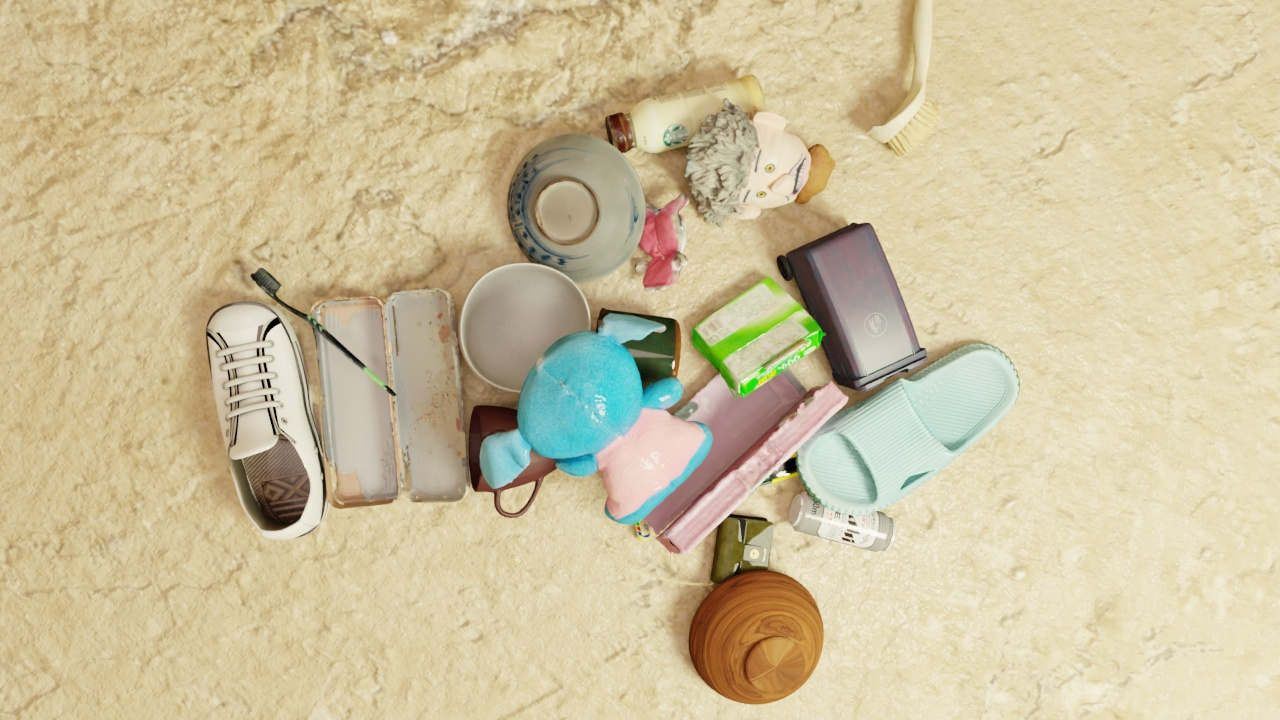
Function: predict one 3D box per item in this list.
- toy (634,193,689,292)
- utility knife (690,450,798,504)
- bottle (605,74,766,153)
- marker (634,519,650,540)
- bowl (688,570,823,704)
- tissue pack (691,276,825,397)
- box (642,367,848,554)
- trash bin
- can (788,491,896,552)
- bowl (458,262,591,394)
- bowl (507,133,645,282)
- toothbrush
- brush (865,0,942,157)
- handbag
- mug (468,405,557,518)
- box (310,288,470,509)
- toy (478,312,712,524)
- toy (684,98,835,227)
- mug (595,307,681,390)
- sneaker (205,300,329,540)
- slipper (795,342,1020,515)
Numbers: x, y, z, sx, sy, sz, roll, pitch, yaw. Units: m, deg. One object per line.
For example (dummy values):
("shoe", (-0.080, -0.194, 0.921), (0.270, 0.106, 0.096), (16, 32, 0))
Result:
("toy", (0.024, -0.121, 0.960), (0.066, 0.050, 0.102), (-3, 84, 28))
("utility knife", (0.109, 0.128, 0.985), (0.198, 0.020, 0.029), (-17, 91, -4))
("bottle", (0.046, -0.251, 0.950), (0.162, 0.056, 0.056), (-15, 93, -5))
("marker", (-0.010, 0.126, 0.975), (0.014, 0.014, 0.132), (-13, 93, -5))
("bowl", (0.129, 0.299, 0.950), (0.147, 0.069, 0.147), (-2, 102, -11))
("tissue pack", (0.121, -0.025, 0.950), (0.114, 0.034, 0.099), (-33, 54, -4))
("box", (0.083, 0.080, 0.935), (0.232, 0.099, 0.115), (-42, 87, -10))
("trash bin", (0.223, -0.054, 0.958), (0.093, 0.092, 0.161), (-24, 98, -5))
("can", (0.216, 0.173, 0.982), (0.106, 0.044, 0.044), (16, 90, -6))
("bowl", (-0.118, -0.032, 0.933), (0.131, 0.064, 0.132), (0, 91, -10))
("bowl", (-0.070, -0.150, 0.922), (0.151, 0.056, 0.151), (2, 104, 6))
("toothbrush", (-0.311, -0.028, 0.906), (0.188, 0.014, 0.017), (40, 99, 2))
("brush", (0.296, -0.349, 0.977), (0.077, 0.062, 0.272), (12, 86, -22))
("handbag", (0.050, 0.195, 0.969), (0.178, 0.027, 0.084), (8, 90, -10))
("mug", (-0.123, 0.102, 0.929), (0.088, 0.087, 0.114), (1, 74, -19))
("box", (-0.252, 0.040, 0.931), (0.157, 0.063, 0.216), (-5, 92, 15))
("toy", (-0.037, 0.068, 0.859), (0.224, 0.099, 0.191), (-44, 107, -1))
("toy", (0.125, -0.193, 0.942), (0.175, 0.076, 0.133), (-3, 137, -21))
("mug", (-0.006, 0.006, 0.932), (0.081, 0.085, 0.110), (6, 69, -7))
("sneaker", (-0.373, 0.062, 0.897), (0.091, 0.097, 0.245), (-10, 93, -5))
("slipper", (0.293, 0.069, 0.962), (0.276, 0.069, 0.116), (-30, 91, -11))
